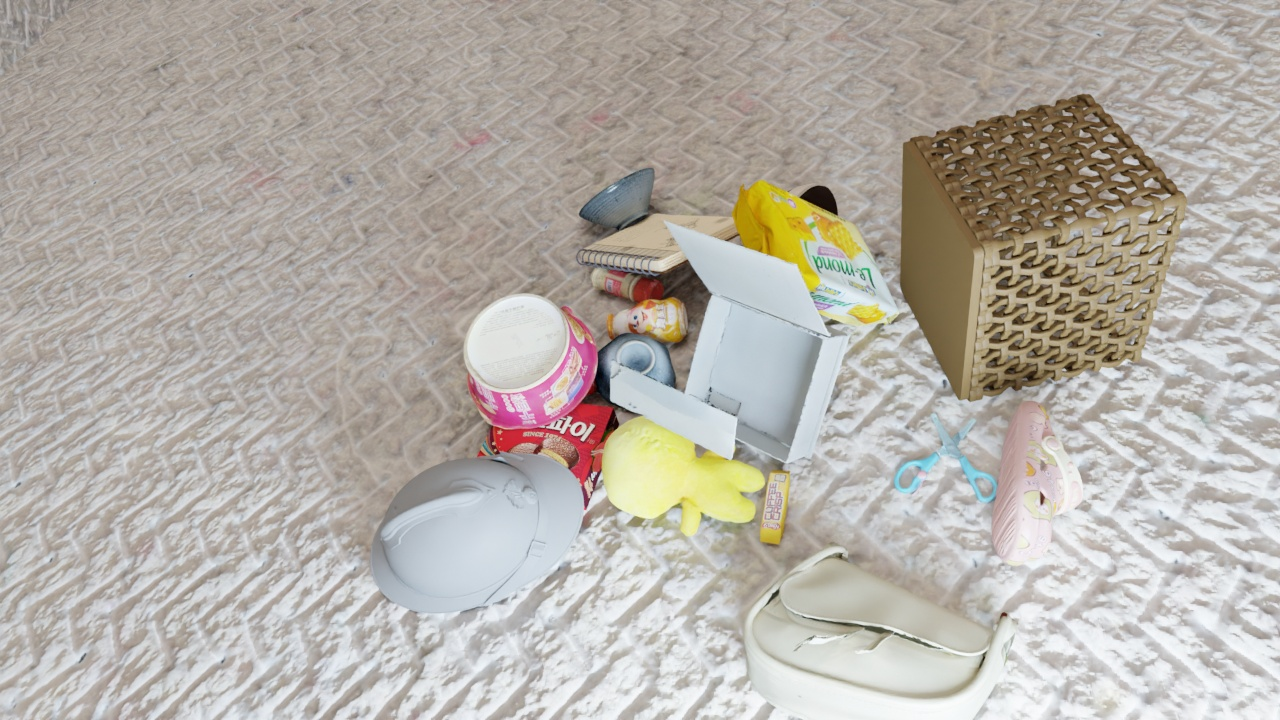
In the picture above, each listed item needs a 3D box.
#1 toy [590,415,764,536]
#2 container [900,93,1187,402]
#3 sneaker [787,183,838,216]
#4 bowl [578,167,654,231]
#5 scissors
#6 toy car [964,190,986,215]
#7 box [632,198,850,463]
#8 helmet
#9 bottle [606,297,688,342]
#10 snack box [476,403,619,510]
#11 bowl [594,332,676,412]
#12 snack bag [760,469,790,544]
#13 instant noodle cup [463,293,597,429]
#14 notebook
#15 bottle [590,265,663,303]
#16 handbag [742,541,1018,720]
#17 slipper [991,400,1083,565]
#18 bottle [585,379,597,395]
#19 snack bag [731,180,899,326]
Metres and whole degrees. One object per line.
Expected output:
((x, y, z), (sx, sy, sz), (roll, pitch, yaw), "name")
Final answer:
((0.040, 0.129, 1.073), (0.208, 0.092, 0.133), (21, 54, 7), "toy")
((0.448, -0.128, 1.079), (0.214, 0.252, 0.219), (-14, 47, 2), "container")
((0.164, -0.142, 1.285), (0.117, 0.112, 0.293), (-1, 46, 44), "sneaker")
((-0.023, -0.238, 1.426), (0.137, 0.137, 0.057), (-30, 88, -13), "bowl")
((0.359, 0.117, 1.046), (0.130, 0.015, 0.135), (34, 70, 35), "scissors")
((0.466, -0.204, 1.293), (0.039, 0.039, 0.113), (-27, 43, 20), "toy car")
((0.115, -0.028, 1.018), (0.167, 0.330, 0.164), (24, 70, 32), "box")
((-0.208, 0.179, 1.046), (0.271, 0.118, 0.183), (-20, 60, 5), "helmet")
((0.009, -0.052, 1.259), (0.109, 0.063, 0.063), (-6, 48, 10), "bottle")
((-0.121, 0.113, 1.163), (0.152, 0.036, 0.132), (6, 51, 20), "snack box")
((-0.007, 0.007, 1.189), (0.110, 0.055, 0.110), (1, 69, -3), "bowl")
((0.155, 0.165, 1.053), (0.026, 0.020, 0.099), (2, 49, 18), "snack bag")
((-0.149, -0.009, 1.172), (0.179, 0.078, 0.178), (-5, 63, 9), "instant noodle cup")
((0.024, -0.170, 1.312), (0.167, 0.024, 0.226), (-29, 23, -25), "notebook")
((-0.020, -0.110, 1.333), (0.109, 0.044, 0.044), (20, 57, 31), "bottle")
((0.224, 0.261, 0.882), (0.229, 0.132, 0.183), (22, 52, 28), "handbag")
((0.426, 0.128, 0.970), (0.081, 0.093, 0.196), (13, 52, 12), "slipper")
((-0.062, 0.021, 1.230), (0.119, 0.036, 0.036), (-33, 49, -15), "bottle")
((0.217, -0.129, 1.169), (0.068, 0.247, 0.159), (-39, 52, 36), "snack bag")
